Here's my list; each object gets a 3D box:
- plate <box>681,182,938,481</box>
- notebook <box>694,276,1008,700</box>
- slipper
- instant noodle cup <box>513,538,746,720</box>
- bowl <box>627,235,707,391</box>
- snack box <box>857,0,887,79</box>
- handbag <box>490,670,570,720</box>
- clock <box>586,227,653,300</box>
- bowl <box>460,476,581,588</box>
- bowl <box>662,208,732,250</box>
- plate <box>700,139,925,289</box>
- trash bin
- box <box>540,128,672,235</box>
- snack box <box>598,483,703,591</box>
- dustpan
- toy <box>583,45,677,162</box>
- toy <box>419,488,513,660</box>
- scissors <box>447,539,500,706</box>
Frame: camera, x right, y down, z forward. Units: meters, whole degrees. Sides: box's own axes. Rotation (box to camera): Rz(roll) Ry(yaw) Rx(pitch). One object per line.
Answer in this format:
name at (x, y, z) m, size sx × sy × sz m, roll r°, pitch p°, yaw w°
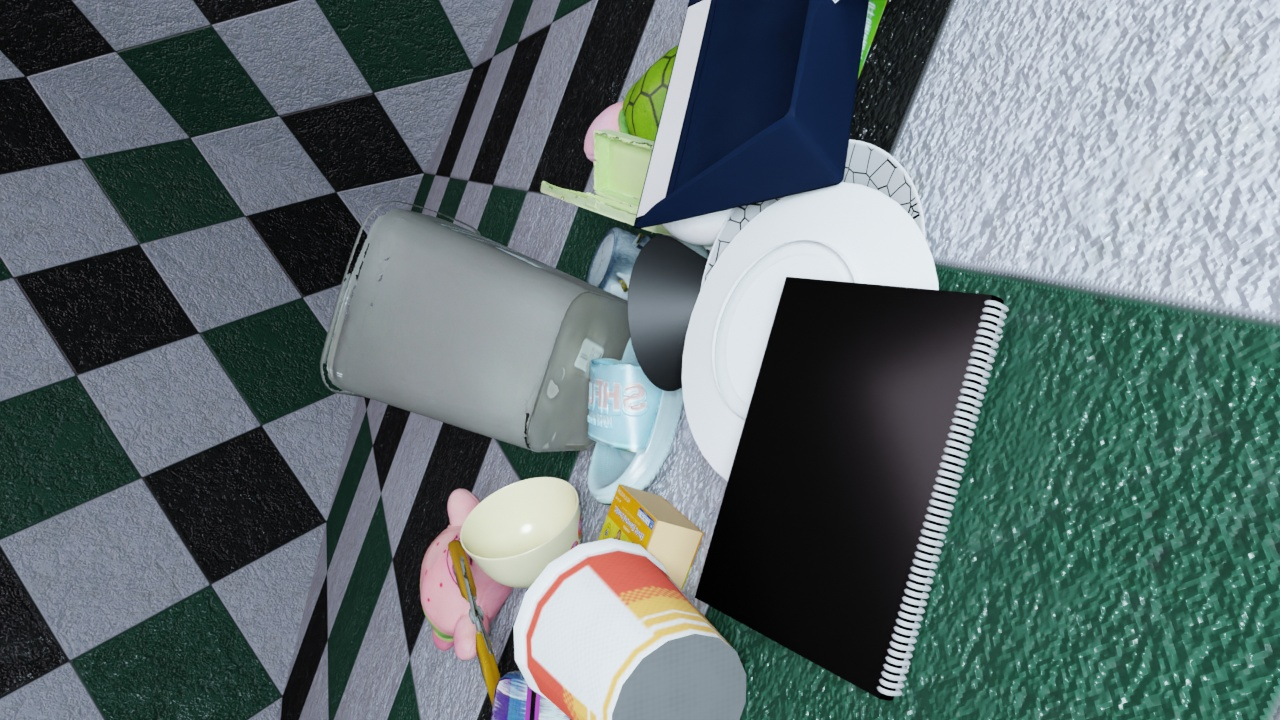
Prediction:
plate at (0.094, -0.016, 0.587) m, size 0.209 × 0.015 × 0.208 m, roll -23°, pitch 59°, yaw 45°
notebook at (0.109, 0.058, 0.511) m, size 0.149 × 0.016 × 0.206 m, roll 14°, pitch 87°, yaw 53°
slipper at (-0.005, 0.005, 0.806) m, size 0.104 × 0.074 × 0.245 m, roll 0°, pitch 71°, yaw 68°
instant noodle cup at (-0.003, 0.197, 0.599) m, size 0.121 × 0.123 × 0.123 m, roll 20°, pitch 91°, yaw 61°
bowl at (0.045, -0.038, 0.717) m, size 0.053 × 0.124 × 0.124 m, roll -1°, pitch 67°, yaw 32°
snack box at (0.142, -0.260, 0.734) m, size 0.132 × 0.027 × 0.168 m, roll 23°, pitch 93°, yaw 67°
handbag at (-0.122, 0.361, 0.822) m, size 0.170 × 0.068 × 0.144 m, roll 121°, pitch 158°, yaw -43°
clock at (-0.024, -0.091, 0.961) m, size 0.130 × 0.052 × 0.090 m, roll 167°, pitch 119°, yaw -70°
bowl at (-0.105, 0.178, 0.886) m, size 0.118 × 0.118 × 0.074 m, roll -120°, pitch 10°, yaw -62°
bowl at (0.067, -0.128, 0.727) m, size 0.113 × 0.063 × 0.113 m, roll -19°, pitch 27°, yaw 10°
plate at (0.111, -0.054, 0.610) m, size 0.189 × 0.016 × 0.188 m, roll -23°, pitch 59°, yaw 45°
trash bin at (-0.143, -0.021, 0.879) m, size 0.220 × 0.197 × 0.197 m, roll 20°, pitch 95°, yaw 24°
box at (-0.001, -0.170, 0.857) m, size 0.188 × 0.091 × 0.083 m, roll 28°, pitch 104°, yaw 45°
snack box at (-0.007, 0.173, 0.717) m, size 0.126 × 0.040 × 0.088 m, roll -70°, pitch 22°, yaw 3°
dustpan at (0.103, -0.231, 0.623) m, size 0.274 × 0.080 × 0.235 m, roll -6°, pitch 60°, yaw 38°
toy at (0.027, -0.251, 0.922) m, size 0.239 × 0.087 × 0.189 m, roll -9°, pitch 59°, yaw 59°
toy at (-0.180, 0.232, 1.014) m, size 0.237 × 0.096 × 0.191 m, roll -40°, pitch 48°, yaw 41°
scissors at (-0.160, 0.237, 0.877) m, size 0.225 × 0.016 × 0.226 m, roll -121°, pitch 22°, yaw -46°
